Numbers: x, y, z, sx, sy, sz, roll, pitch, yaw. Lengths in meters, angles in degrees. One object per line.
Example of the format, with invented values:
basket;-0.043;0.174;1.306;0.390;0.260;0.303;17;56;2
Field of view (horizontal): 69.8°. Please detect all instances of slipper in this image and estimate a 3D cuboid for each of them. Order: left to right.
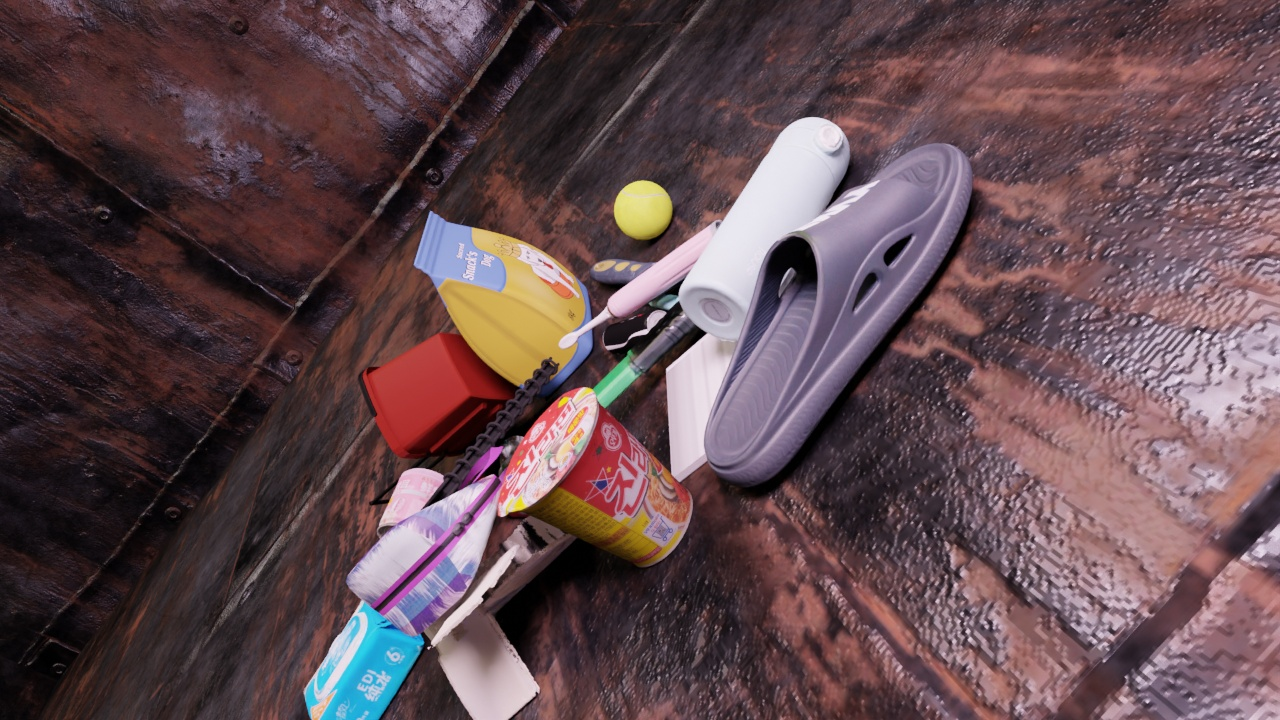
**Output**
slipper;0.110;-0.045;0.612;0.268;0.083;0.111;-56;22;-2

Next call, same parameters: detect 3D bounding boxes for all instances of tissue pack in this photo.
tissue pack;-0.268;0.295;0.886;0.144;0.061;0.093;-57;23;-11

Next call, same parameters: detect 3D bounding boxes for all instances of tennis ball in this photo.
tennis ball;0.003;-0.168;1.028;0.065;0.065;0.065;-42;25;25

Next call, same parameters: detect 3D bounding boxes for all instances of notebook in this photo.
notebook;-0.168;0.101;0.914;0.170;0.019;0.230;-48;4;37
notebook;0.097;-0.013;0.705;0.210;0.009;0.142;-41;26;25

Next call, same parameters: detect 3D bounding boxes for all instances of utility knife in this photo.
utility knife;0.023;-0.059;0.902;0.022;0.015;0.158;-34;19;-15

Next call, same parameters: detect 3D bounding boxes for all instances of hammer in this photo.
hammer;-0.005;0.005;0.804;0.319;0.032;0.130;-44;19;5

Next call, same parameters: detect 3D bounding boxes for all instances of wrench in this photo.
wrench;-0.003;-0.093;0.977;0.073;0.022;0.273;-41;19;-11

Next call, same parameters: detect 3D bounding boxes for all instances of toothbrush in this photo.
toothbrush;-0.002;-0.065;0.871;0.223;0.027;0.026;-32;4;35

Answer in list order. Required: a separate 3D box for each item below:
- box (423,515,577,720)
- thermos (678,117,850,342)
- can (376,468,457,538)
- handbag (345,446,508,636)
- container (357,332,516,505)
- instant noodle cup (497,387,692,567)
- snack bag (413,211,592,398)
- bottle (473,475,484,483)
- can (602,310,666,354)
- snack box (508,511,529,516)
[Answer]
box;-0.100;0.196;0.706;0.145;0.101;0.186;-45;4;21
thermos;0.105;-0.111;0.731;0.206;0.065;0.078;-57;1;-29
can;-0.247;0.168;1.019;0.067;0.067;0.076;-30;33;42
handbag;-0.142;0.122;0.711;0.145;0.068;0.169;-44;6;29
container;-0.258;0.064;1.073;0.201;0.127;0.148;-34;-16;17
instant noodle cup;-0.024;0.089;0.653;0.101;0.112;0.100;-42;25;25
snack bag;-0.158;-0.076;1.021;0.102;0.205;0.158;-45;24;18
bottle;-0.188;0.179;0.924;0.042;0.042;0.141;-24;36;49
can;-0.003;-0.026;0.881;0.081;0.031;0.031;-14;44;56
snack box;-0.077;0.102;0.850;0.133;0.021;0.089;-14;44;56
